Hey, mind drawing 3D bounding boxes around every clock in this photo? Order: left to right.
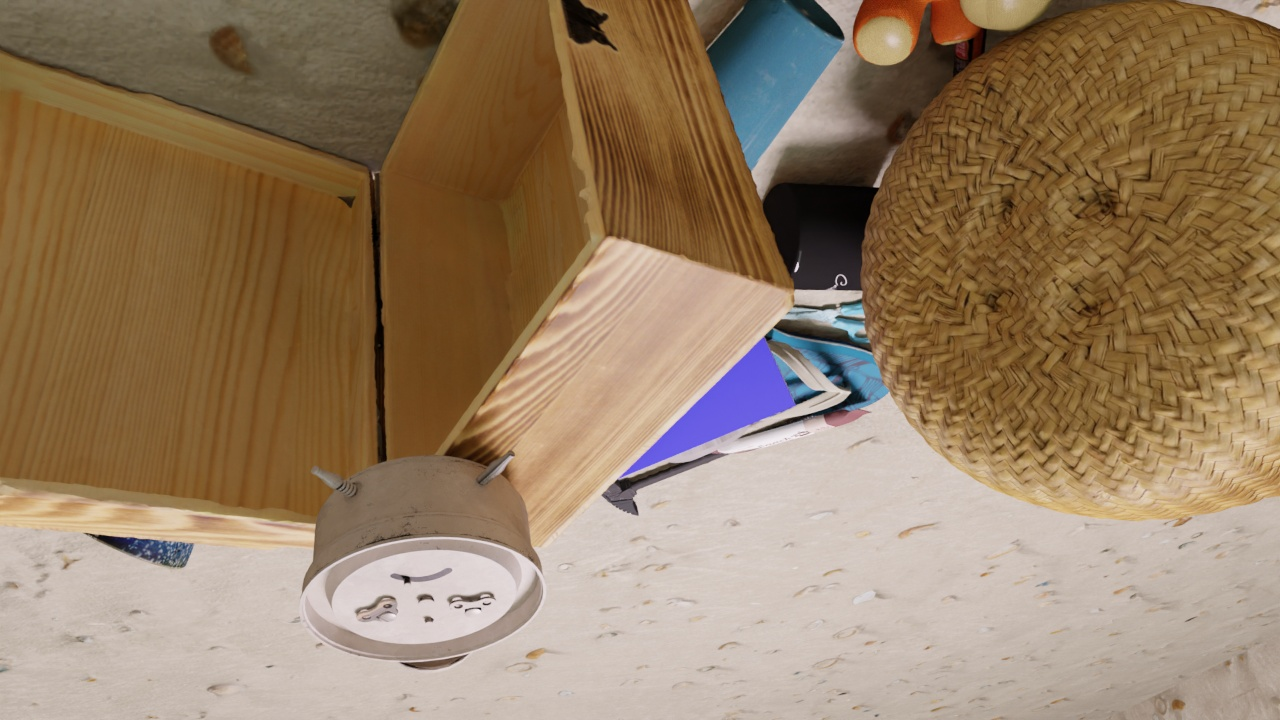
[{"bbox_3d":[-0.100,0.100,0.430,0.103,0.061,0.157,-4,137,-11],"label":"clock"}]

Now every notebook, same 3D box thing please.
[{"bbox_3d":[-0.004,0.004,0.747,0.209,0.022,0.171,-24,110,11],"label":"notebook"}]

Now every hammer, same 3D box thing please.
[{"bbox_3d":[0.111,0.094,0.989,0.325,0.015,0.095,-23,143,14],"label":"hammer"}]

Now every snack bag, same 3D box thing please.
[{"bbox_3d":[0.149,0.073,0.918,0.158,0.013,0.057,-19,165,23],"label":"snack bag"}]

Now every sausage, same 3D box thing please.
[{"bbox_3d":[0.222,-0.194,0.623,0.020,0.020,0.155,-15,144,4],"label":"sausage"}]

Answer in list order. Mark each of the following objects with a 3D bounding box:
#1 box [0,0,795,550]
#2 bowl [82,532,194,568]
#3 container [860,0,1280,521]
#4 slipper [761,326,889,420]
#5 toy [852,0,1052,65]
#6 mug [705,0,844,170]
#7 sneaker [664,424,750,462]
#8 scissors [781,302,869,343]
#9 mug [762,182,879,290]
[{"bbox_3d":[-0.167,-0.080,0.448,0.335,0.278,0.287,10,139,-30],"label":"box"},{"bbox_3d":[-0.450,0.135,0.828,0.114,0.060,0.114,26,168,6],"label":"bowl"},{"bbox_3d":[0.287,-0.059,0.553,0.196,0.306,0.308,5,142,-39],"label":"container"},{"bbox_3d":[0.121,0.016,0.843,0.294,0.060,0.118,19,141,-35],"label":"slipper"},{"bbox_3d":[0.198,-0.235,0.507,0.176,0.096,0.112,-26,142,0],"label":"toy"},{"bbox_3d":[0.064,-0.169,0.569,0.078,0.078,0.122,16,131,-34],"label":"mug"},{"bbox_3d":[-0.017,0.045,0.823,0.236,0.089,0.099,-11,110,7],"label":"sneaker"},{"bbox_3d":[0.174,-0.037,0.836,0.141,0.015,0.076,2,146,-9],"label":"scissors"},{"bbox_3d":[0.137,-0.088,0.704,0.088,0.078,0.114,0,169,-16],"label":"mug"}]
